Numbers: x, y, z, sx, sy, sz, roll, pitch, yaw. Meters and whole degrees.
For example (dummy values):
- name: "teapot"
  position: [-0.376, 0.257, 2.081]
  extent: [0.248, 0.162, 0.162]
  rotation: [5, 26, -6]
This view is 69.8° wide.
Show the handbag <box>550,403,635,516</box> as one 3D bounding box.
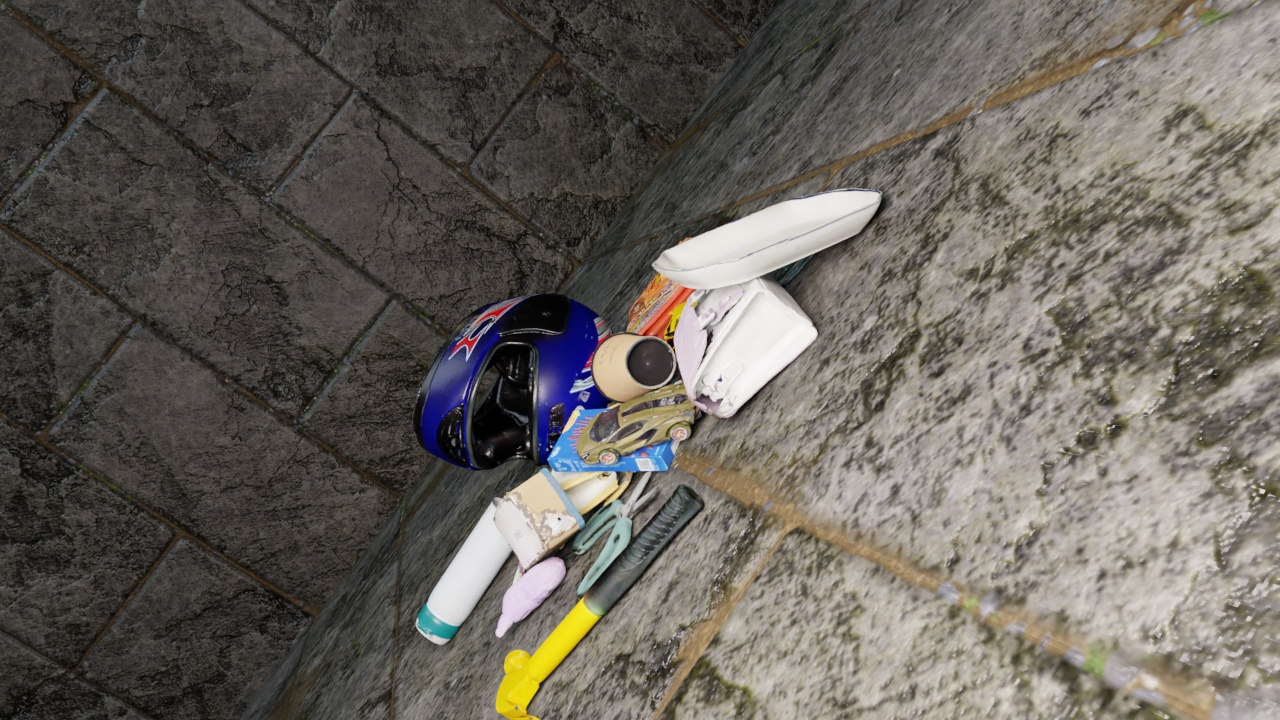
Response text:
- name: "handbag"
  position: [-0.023, 0.111, 1.158]
  extent: [0.179, 0.063, 0.163]
  rotation: [-30, 21, 24]

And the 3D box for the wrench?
- name: "wrench"
  position: [0.131, -0.058, 1.132]
  extent: [0.274, 0.016, 0.056]
  rotation: [-48, 9, 17]

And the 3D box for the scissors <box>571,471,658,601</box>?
- name: "scissors"
  position: [-0.041, 0.201, 1.035]
  extent: [0.179, 0.019, 0.169]
  rotation: [-34, 23, 58]

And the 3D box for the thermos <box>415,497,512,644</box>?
- name: "thermos"
  position: [-0.247, 0.312, 1.345]
  extent: [0.224, 0.073, 0.073]
  rotation: [-56, 12, 1]

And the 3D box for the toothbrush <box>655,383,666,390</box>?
- name: "toothbrush"
  position: [-0.010, 0.082, 1.259]
  extent: [0.191, 0.016, 0.018]
  rotation: [-52, 23, 0]

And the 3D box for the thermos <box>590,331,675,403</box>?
- name: "thermos"
  position: [-0.007, 0.007, 1.122]
  extent: [0.093, 0.093, 0.143]
  rotation: [-55, 9, -11]

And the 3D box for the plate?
- name: "plate"
  position: [0.141, -0.130, 0.990]
  extent: [0.265, 0.034, 0.162]
  rotation: [-25, 20, -24]

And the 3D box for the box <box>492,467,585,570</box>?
- name: "box"
  position: [-0.128, 0.197, 1.114]
  extent: [0.061, 0.090, 0.185]
  rotation: [-32, -7, -22]

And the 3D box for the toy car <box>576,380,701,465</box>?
- name: "toy car"
  position: [-0.003, 0.072, 1.039]
  extent: [0.158, 0.042, 0.070]
  rotation: [-23, 34, 10]

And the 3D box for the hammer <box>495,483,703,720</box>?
- name: "hammer"
  position: [-0.045, 0.240, 0.900]
  extent: [0.301, 0.033, 0.128]
  rotation: [-50, 13, 11]

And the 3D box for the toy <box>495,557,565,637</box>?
- name: "toy"
  position: [-0.131, 0.276, 1.093]
  extent: [0.108, 0.039, 0.083]
  rotation: [-43, 10, 16]

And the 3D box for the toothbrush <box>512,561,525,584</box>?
- name: "toothbrush"
  position: [-0.164, 0.285, 1.249]
  extent: [0.017, 0.016, 0.187]
  rotation: [-57, 11, 14]

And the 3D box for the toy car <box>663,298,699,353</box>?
- name: "toy car"
  position: [0.068, -0.056, 1.185]
  extent: [0.071, 0.041, 0.155]
  rotation: [-23, 17, 21]

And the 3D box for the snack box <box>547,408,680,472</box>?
- name: "snack box"
  position: [-0.027, 0.093, 1.087]
  extent: [0.157, 0.026, 0.084]
  rotation: [-5, 39, 30]

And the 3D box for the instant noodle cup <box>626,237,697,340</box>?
- name: "instant noodle cup"
  position: [0.052, -0.095, 1.380]
  extent: [0.165, 0.079, 0.188]
  rotation: [-49, 14, 14]

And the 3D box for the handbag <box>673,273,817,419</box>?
- name: "handbag"
  position: [0.099, -0.030, 1.007]
  extent: [0.145, 0.098, 0.196]
  rotation: [-55, 11, 13]

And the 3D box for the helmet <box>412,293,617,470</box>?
- name: "helmet"
  position: [-0.150, 0.041, 1.336]
  extent: [0.314, 0.240, 0.248]
  rotation: [-55, -28, -52]

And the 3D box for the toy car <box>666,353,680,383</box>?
- name: "toy car"
  position: [0.061, -0.015, 1.225]
  extent: [0.054, 0.037, 0.120]
  rotation: [-29, 16, 52]
